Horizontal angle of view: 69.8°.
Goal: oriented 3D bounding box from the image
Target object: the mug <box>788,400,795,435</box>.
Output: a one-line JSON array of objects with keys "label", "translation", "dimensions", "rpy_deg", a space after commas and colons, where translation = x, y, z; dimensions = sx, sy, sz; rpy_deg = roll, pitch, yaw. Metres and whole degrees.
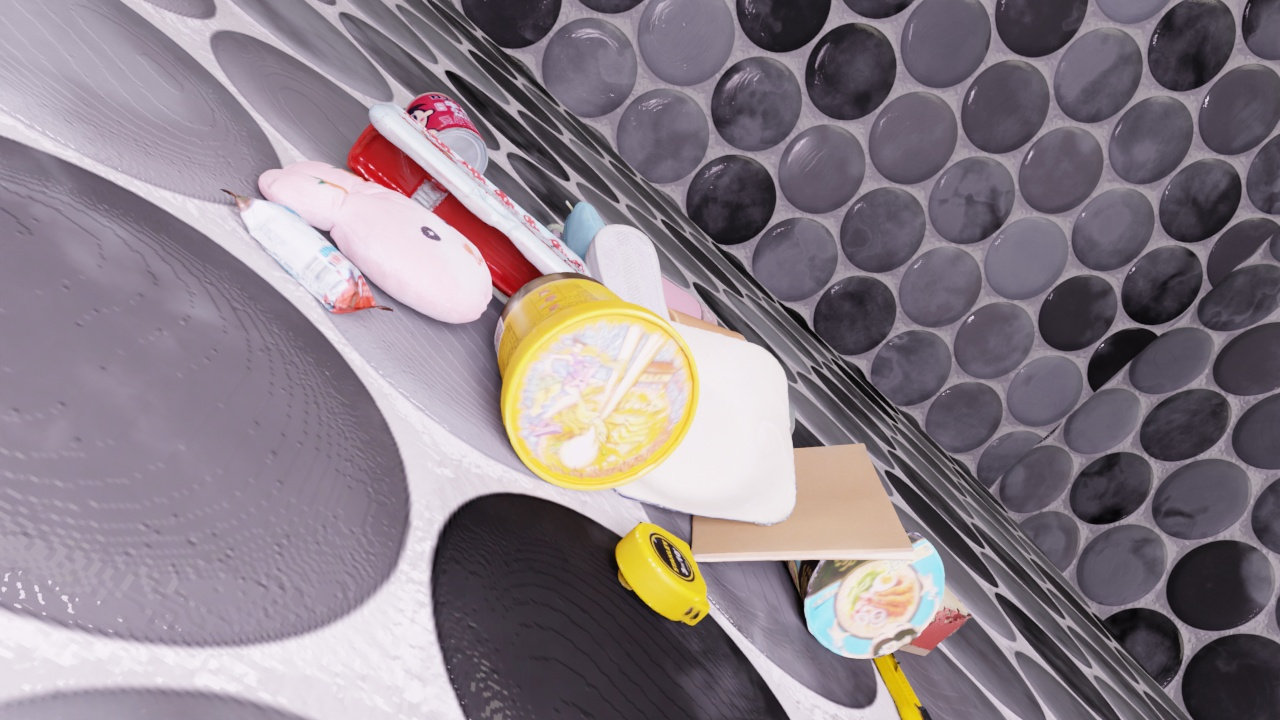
[{"label": "mug", "translation": [0.088, 0.033, 0.928], "dimensions": [0.103, 0.084, 0.124], "rpy_deg": [36, 16, -39]}]

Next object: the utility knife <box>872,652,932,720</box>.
[{"label": "utility knife", "translation": [0.205, 0.258, 0.715], "dimensions": [0.033, 0.015, 0.153], "rpy_deg": [41, 13, -24]}]

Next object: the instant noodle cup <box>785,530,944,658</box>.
[{"label": "instant noodle cup", "translation": [0.164, 0.159, 0.737], "dimensions": [0.111, 0.111, 0.120], "rpy_deg": [39, 5, -18]}]

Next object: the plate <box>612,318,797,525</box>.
[{"label": "plate", "translation": [0.037, 0.046, 0.689], "dimensions": [0.164, 0.034, 0.163], "rpy_deg": [15, 53, -17]}]

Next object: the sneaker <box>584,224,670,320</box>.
[{"label": "sneaker", "translation": [-0.005, 0.005, 0.780], "dimensions": [0.089, 0.091, 0.242], "rpy_deg": [-3, 59, -27]}]

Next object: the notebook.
[{"label": "notebook", "translation": [0.116, 0.106, 0.716], "dimensions": [0.211, 0.149, 0.012], "rpy_deg": [-72, 159, -76]}]

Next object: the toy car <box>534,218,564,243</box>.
[{"label": "toy car", "translation": [-0.088, -0.088, 0.890], "dimensions": [0.054, 0.037, 0.120], "rpy_deg": [25, 33, -60]}]

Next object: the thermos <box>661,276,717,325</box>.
[{"label": "thermos", "translation": [0.017, -0.070, 1.069], "dimensions": [0.198, 0.067, 0.087], "rpy_deg": [24, 38, -52]}]

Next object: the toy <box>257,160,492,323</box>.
[{"label": "toy", "translation": [-0.166, -0.081, 0.598], "dimensions": [0.159, 0.054, 0.121], "rpy_deg": [32, 14, -14]}]

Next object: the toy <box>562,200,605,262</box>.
[{"label": "toy", "translation": [-0.050, -0.102, 0.932], "dimensions": [0.162, 0.049, 0.156], "rpy_deg": [130, -48, -66]}]

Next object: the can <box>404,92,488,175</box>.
[{"label": "can", "translation": [-0.195, -0.219, 0.906], "dimensions": [0.066, 0.066, 0.093], "rpy_deg": [31, 18, -43]}]

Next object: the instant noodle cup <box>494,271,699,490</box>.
[{"label": "instant noodle cup", "translation": [-0.038, 0.004, 0.583], "dimensions": [0.118, 0.118, 0.114], "rpy_deg": [36, 7, -30]}]

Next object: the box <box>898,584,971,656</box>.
[{"label": "box", "translation": [0.239, 0.193, 0.891], "dimensions": [0.091, 0.078, 0.168], "rpy_deg": [30, 18, -48]}]

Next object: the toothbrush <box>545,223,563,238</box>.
[{"label": "toothbrush", "translation": [-0.096, -0.123, 1.015], "dimensions": [0.029, 0.020, 0.189], "rpy_deg": [10, 20, -7]}]

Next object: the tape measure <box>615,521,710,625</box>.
[{"label": "tape measure", "translation": [0.010, 0.122, 0.527], "dimensions": [0.057, 0.029, 0.060], "rpy_deg": [37, 15, -32]}]

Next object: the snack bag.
[{"label": "snack bag", "translation": [-0.187, -0.059, 0.515], "dimensions": [0.104, 0.026, 0.048], "rpy_deg": [44, 1, -1]}]

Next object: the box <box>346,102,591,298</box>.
[{"label": "box", "translation": [-0.119, -0.107, 0.676], "dimensions": [0.201, 0.065, 0.160], "rpy_deg": [40, -16, -17]}]

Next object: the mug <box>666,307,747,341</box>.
[{"label": "mug", "translation": [0.056, -0.014, 1.011], "dimensions": [0.122, 0.078, 0.078], "rpy_deg": [24, 23, -44]}]
